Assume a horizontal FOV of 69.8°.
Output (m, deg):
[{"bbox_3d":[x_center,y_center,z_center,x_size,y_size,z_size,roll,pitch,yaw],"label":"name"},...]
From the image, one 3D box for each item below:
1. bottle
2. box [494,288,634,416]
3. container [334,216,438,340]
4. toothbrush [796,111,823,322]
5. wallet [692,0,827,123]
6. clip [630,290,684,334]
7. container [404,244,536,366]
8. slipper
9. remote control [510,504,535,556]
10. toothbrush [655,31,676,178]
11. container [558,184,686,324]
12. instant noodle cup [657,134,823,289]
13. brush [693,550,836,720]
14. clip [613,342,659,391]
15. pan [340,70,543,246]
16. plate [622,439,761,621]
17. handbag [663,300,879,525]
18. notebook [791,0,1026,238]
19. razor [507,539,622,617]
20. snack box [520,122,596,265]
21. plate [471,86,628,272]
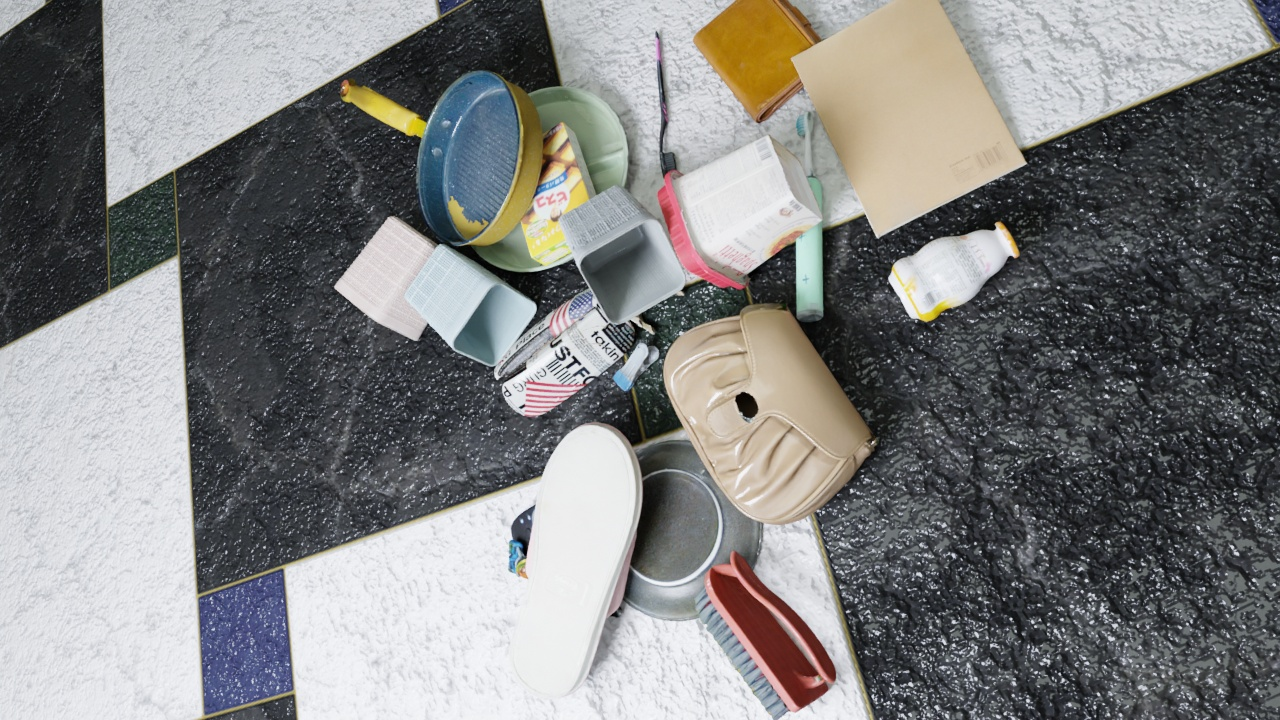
[{"bbox_3d":[0.283,-0.083,0.828,0.108,0.063,0.063,-30,66,17],"label":"bottle"},{"bbox_3d":[-0.085,-0.015,1.005,0.162,0.075,0.085,-37,31,16],"label":"box"},{"bbox_3d":[-0.284,-0.100,1.094,0.090,0.090,0.111,34,90,29],"label":"container"},{"bbox_3d":[0.169,-0.148,0.921,0.027,0.026,0.224,-13,70,47],"label":"toothbrush"},{"bbox_3d":[0.135,-0.338,0.981,0.119,0.035,0.130,-36,68,11],"label":"wallet"},{"bbox_3d":[0.005,-0.079,0.980,0.098,0.035,0.099,-29,59,22],"label":"clip"},{"bbox_3d":[-0.197,-0.066,1.043,0.111,0.090,0.090,38,94,31],"label":"container"},{"bbox_3d":[-0.061,0.196,0.901,0.114,0.054,0.274,13,92,20],"label":"slipper"},{"bbox_3d":[-0.079,0.164,0.957,0.137,0.024,0.053,-29,74,28],"label":"remote control"},{"bbox_3d":[0.027,-0.291,1.035,0.018,0.014,0.189,-7,73,14],"label":"toothbrush"},{"bbox_3d":[-0.024,-0.113,0.932,0.090,0.090,0.114,-29,37,-1],"label":"container"},{"bbox_3d":[0.100,-0.147,0.896,0.124,0.116,0.116,-28,66,27],"label":"instant noodle cup"},{"bbox_3d":[0.110,0.243,0.826,0.146,0.063,0.069,50,117,26],"label":"brush"},{"bbox_3d":[-0.004,0.006,0.973,0.057,0.028,0.024,-51,59,15],"label":"clip"},{"bbox_3d":[-0.247,-0.265,1.082,0.357,0.078,0.198,37,111,39],"label":"pan"},{"bbox_3d":[0.031,0.166,0.909,0.180,0.024,0.179,-7,74,24],"label":"plate"},{"bbox_3d":[0.114,0.046,0.856,0.148,0.099,0.204,-35,68,10],"label":"handbag"},{"bbox_3d":[0.257,-0.245,0.896,0.150,0.012,0.211,-26,76,17],"label":"notebook"},{"bbox_3d":[-0.082,0.232,0.942,0.143,0.022,0.043,21,124,24],"label":"razor"},{"bbox_3d":[-0.097,-0.186,1.025,0.087,0.033,0.140,-26,69,19],"label":"snack box"},{"bbox_3d":[-0.114,-0.210,1.073,0.231,0.027,0.230,-7,74,24],"label":"plate"}]
